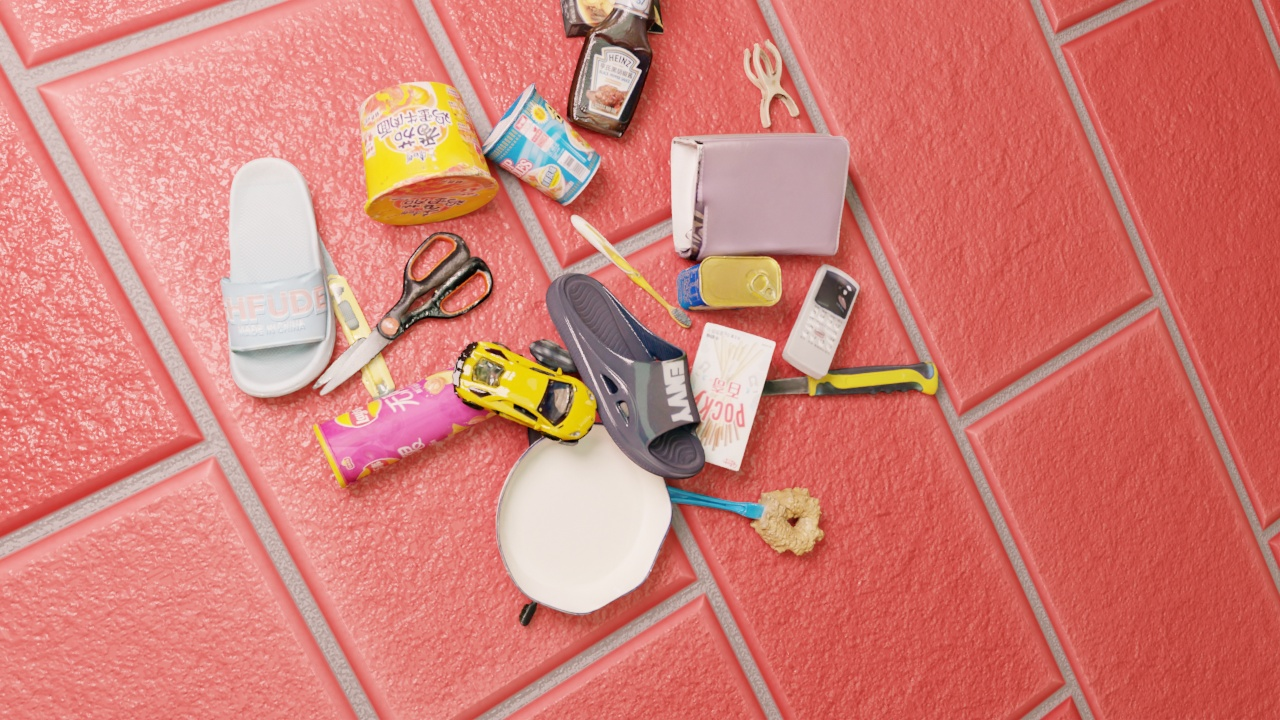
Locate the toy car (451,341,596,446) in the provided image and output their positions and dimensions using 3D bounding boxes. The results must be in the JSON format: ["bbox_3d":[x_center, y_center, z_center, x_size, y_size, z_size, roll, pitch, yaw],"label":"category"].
[{"bbox_3d":[-0.116,0.032,0.941,0.156,0.041,0.071,25,72,-8],"label":"toy car"}]

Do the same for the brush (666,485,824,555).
[{"bbox_3d":[0.104,0.174,1.092,0.254,0.046,0.083,13,87,-13],"label":"brush"}]

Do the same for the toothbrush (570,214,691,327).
[{"bbox_3d":[-0.009,-0.104,1.073,0.191,0.018,0.016,43,74,-12],"label":"toothbrush"}]

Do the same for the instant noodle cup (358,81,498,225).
[{"bbox_3d":[-0.226,-0.215,0.953,0.138,0.138,0.109,-11,83,-18],"label":"instant noodle cup"}]

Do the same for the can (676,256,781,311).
[{"bbox_3d":[0.101,-0.088,1.074,0.102,0.083,0.057,-2,88,-18],"label":"can"}]

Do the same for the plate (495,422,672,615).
[{"bbox_3d":[-0.064,0.168,0.998,0.204,0.046,0.205,-2,94,-27],"label":"plate"}]

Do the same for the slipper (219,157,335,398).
[{"bbox_3d":[-0.368,-0.086,0.922,0.104,0.074,0.245,-4,88,-11],"label":"slipper"}]

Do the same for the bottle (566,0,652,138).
[{"bbox_3d":[-0.023,-0.354,1.032,0.079,0.044,0.195,14,105,-19],"label":"bottle"}]

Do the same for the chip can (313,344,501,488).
[{"bbox_3d":[-0.229,0.056,0.966,0.210,0.071,0.071,-25,95,-18],"label":"chip can"}]

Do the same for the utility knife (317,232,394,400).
[{"bbox_3d":[-0.313,-0.048,0.978,0.030,0.022,0.210,-26,91,-22],"label":"utility knife"}]

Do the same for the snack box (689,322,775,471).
[{"bbox_3d":[0.094,0.042,1.063,0.085,0.027,0.156,16,87,1],"label":"snack box"}]

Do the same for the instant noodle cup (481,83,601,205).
[{"bbox_3d":[-0.105,-0.231,1.013,0.110,0.099,0.099,36,77,-20],"label":"instant noodle cup"}]

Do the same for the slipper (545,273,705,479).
[{"bbox_3d":[-0.006,0.006,0.996,0.110,0.084,0.268,-21,75,-49],"label":"slipper"}]

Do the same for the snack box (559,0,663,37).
[{"bbox_3d":[-0.033,-0.441,1.068,0.125,0.053,0.113,-9,90,-13],"label":"snack box"}]

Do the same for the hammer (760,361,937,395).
[{"bbox_3d":[0.226,0.026,1.138,0.323,0.032,0.126,-4,90,-18],"label":"hammer"}]

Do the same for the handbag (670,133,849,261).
[{"bbox_3d":[0.138,-0.194,1.084,0.196,0.098,0.145,-5,105,-19],"label":"handbag"}]

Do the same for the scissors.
[{"bbox_3d":[-0.247,-0.035,0.983,0.142,0.022,0.234,28,75,-18],"label":"scissors"}]

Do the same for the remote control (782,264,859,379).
[{"bbox_3d":[0.223,-0.050,1.124,0.058,0.021,0.149,30,63,-8],"label":"remote control"}]

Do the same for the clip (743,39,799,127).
[{"bbox_3d":[0.158,-0.342,1.134,0.071,0.035,0.100,-26,104,-18],"label":"clip"}]

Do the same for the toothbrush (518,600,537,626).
[{"bbox_3d":[-0.081,0.200,1.033,0.026,0.027,0.212,35,78,-30],"label":"toothbrush"}]

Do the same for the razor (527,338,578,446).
[{"bbox_3d":[-0.100,0.060,1.020,0.067,0.062,0.167,0,93,5],"label":"razor"}]
